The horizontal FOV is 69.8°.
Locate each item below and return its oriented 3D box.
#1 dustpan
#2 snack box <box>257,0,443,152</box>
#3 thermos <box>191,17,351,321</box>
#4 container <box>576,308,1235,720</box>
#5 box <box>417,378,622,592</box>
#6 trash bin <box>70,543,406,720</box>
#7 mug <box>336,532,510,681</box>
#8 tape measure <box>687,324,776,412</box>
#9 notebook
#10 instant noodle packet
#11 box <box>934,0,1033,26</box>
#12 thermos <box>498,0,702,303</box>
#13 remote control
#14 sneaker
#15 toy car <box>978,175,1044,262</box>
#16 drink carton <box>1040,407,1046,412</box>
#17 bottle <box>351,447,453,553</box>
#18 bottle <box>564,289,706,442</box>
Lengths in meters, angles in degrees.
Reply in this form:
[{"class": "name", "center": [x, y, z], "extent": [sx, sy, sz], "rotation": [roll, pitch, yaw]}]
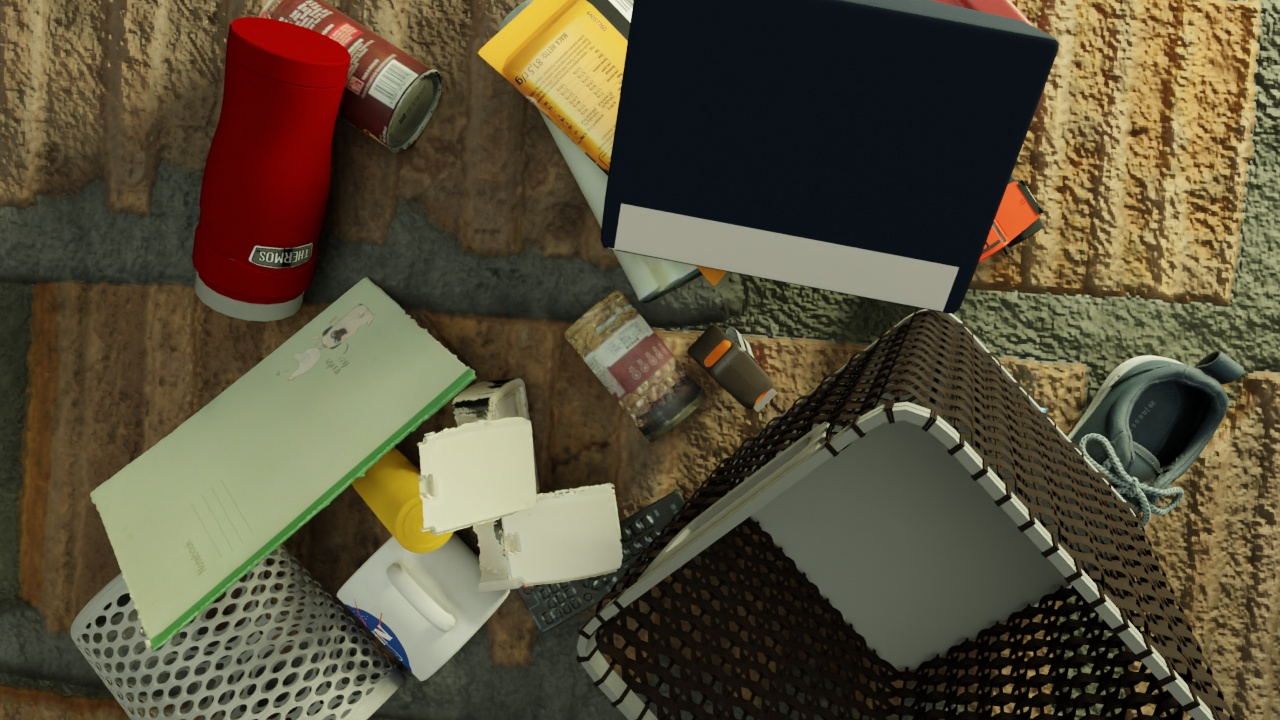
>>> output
[{"class": "dustpan", "center": [0.114, -0.186, 0.555], "extent": [0.236, 0.080, 0.274], "rotation": [11, 120, 1]}, {"class": "snack box", "center": [-0.217, -0.216, 0.683], "extent": [0.121, 0.072, 0.072], "rotation": [32, 94, 0]}, {"class": "thermos", "center": [-0.271, -0.137, 0.656], "extent": [0.108, 0.083, 0.199], "rotation": [41, 123, 30]}, {"class": "container", "center": [0.159, 0.137, 0.558], "extent": [0.245, 0.243, 0.248], "rotation": [48, 118, 0]}, {"class": "box", "center": [-0.070, 0.091, 0.627], "extent": [0.105, 0.187, 0.143], "rotation": [-7, 99, 7]}, {"class": "trash bin", "center": [-0.292, 0.219, 0.669], "extent": [0.156, 0.156, 0.183], "rotation": [-42, 87, 4]}, {"class": "mug", "center": [-0.159, 0.171, 0.674], "extent": [0.090, 0.121, 0.091], "rotation": [45, 75, 0]}, {"class": "tape measure", "center": [0.068, 0.000, 0.684], "extent": [0.038, 0.059, 0.058], "rotation": [-46, 129, 3]}, {"class": "notebook", "center": [-0.251, 0.054, 0.632], "extent": [0.252, 0.010, 0.182], "rotation": [-42, 45, -14]}, {"class": "instant noodle packet", "center": [0.018, -0.182, 0.646], "extent": [0.221, 0.032, 0.159], "rotation": [43, 65, -11]}, {"class": "box", "center": [0.164, -0.189, 0.611], "extent": [0.129, 0.087, 0.158], "rotation": [44, 95, -5]}, {"class": "thermos", "center": [-0.024, -0.157, 0.677], "extent": [0.068, 0.068, 0.230], "rotation": [-27, 90, 4]}, {"class": "remote control", "center": [-0.024, 0.156, 0.716], "extent": [0.150, 0.022, 0.047], "rotation": [-30, 91, 6]}, {"class": "sneaker", "center": [0.331, 0.091, 0.657], "extent": [0.089, 0.087, 0.235], "rotation": [36, 94, 1]}, {"class": "toy car", "center": [0.247, -0.095, 0.673], "extent": [0.100, 0.048, 0.051], "rotation": [-33, 90, 4]}, {"class": "drink carton", "center": [0.232, 0.049, 0.685], "extent": [0.129, 0.038, 0.044], "rotation": [3, 93, 4]}, {"class": "bottle", "center": [-0.179, 0.092, 0.665], "extent": [0.043, 0.144, 0.043], "rotation": [-9, 107, -31]}, {"class": "bottle", "center": [-0.004, 0.004, 0.688], "extent": [0.056, 0.056, 0.105], "rotation": [-39, 90, 4]}]
